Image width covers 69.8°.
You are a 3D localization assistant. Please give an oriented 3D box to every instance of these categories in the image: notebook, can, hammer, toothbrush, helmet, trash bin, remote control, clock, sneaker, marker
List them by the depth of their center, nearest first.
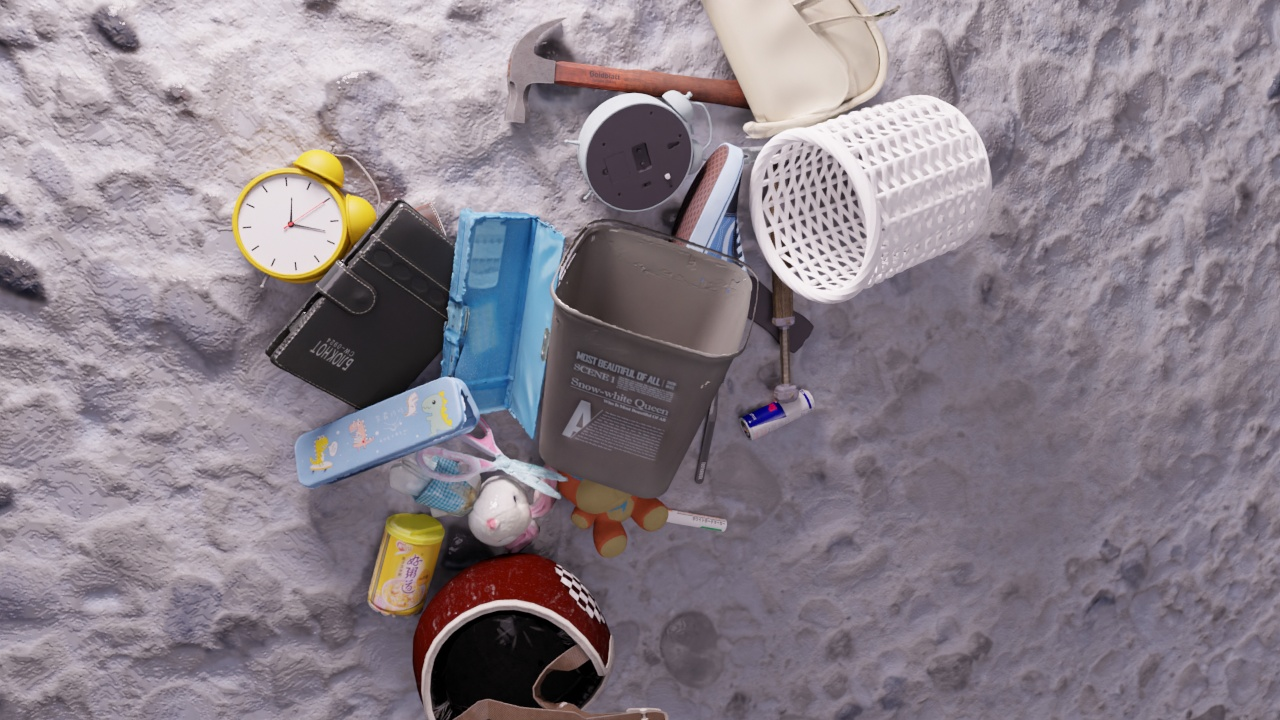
[{"bbox_3d":[-0.337,-0.144,0.924,0.152,0.052,0.113,-36,97,-6],"label":"clock"},{"bbox_3d":[-0.267,-0.049,0.966,0.209,0.029,0.169,-51,138,-1],"label":"notebook"},{"bbox_3d":[-0.006,0.006,0.972,0.197,0.197,0.221,18,127,2],"label":"trash bin"},{"bbox_3d":[0.005,-0.232,1.001,0.159,0.045,0.123,-23,127,-6],"label":"clock"},{"bbox_3d":[0.004,-0.305,1.007,0.300,0.028,0.111,1,106,-18],"label":"hammer"},{"bbox_3d":[-0.132,0.334,1.024,0.233,0.253,0.234,-31,98,-2],"label":"helmet"},{"bbox_3d":[-0.269,0.234,1.055,0.067,0.067,0.105,13,101,-20],"label":"can"},{"bbox_3d":[0.088,-0.124,1.057,0.098,0.083,0.241,13,109,-18],"label":"sneaker"},{"bbox_3d":[0.175,-0.101,1.109,0.146,0.028,0.317,-10,105,-22],"label":"hammer"},{"bbox_3d":[0.161,-0.058,1.136,0.124,0.009,0.046,35,92,-22],"label":"remote control"},{"bbox_3d":[0.088,0.078,1.153,0.012,0.013,0.167,5,106,-19],"label":"toothbrush"},{"bbox_3d":[0.174,0.068,1.164,0.095,0.032,0.032,-25,111,-9],"label":"can"},{"bbox_3d":[0.043,0.199,1.170,0.145,0.017,0.017,13,101,-21],"label":"marker"}]

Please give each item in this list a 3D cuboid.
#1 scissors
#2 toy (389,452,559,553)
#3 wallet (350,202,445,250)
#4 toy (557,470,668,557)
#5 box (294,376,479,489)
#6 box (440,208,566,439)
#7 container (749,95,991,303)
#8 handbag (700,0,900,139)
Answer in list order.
[{"bbox_3d":[-0.166,0.125,1.022,0.179,0.108,0.016,32,139,2],"label":"scissors"},{"bbox_3d":[-0.184,0.154,1.041,0.205,0.106,0.131,26,93,-24],"label":"toy"},{"bbox_3d":[-0.267,-0.115,0.981,0.123,0.019,0.072,-22,111,-10],"label":"wallet"},{"bbox_3d":[-0.045,0.140,1.088,0.112,0.096,0.176,-32,92,-11],"label":"toy"},{"bbox_3d":[-0.276,0.080,0.974,0.210,0.063,0.069,-21,103,12],"label":"box"},{"bbox_3d":[-0.142,-0.035,0.973,0.094,0.110,0.232,-5,115,-42],"label":"box"},{"bbox_3d":[0.250,-0.180,1.011,0.186,0.189,0.189,-23,112,-28],"label":"container"},{"bbox_3d":[0.159,-0.354,0.976,0.183,0.132,0.229,-36,107,-14],"label":"handbag"}]
